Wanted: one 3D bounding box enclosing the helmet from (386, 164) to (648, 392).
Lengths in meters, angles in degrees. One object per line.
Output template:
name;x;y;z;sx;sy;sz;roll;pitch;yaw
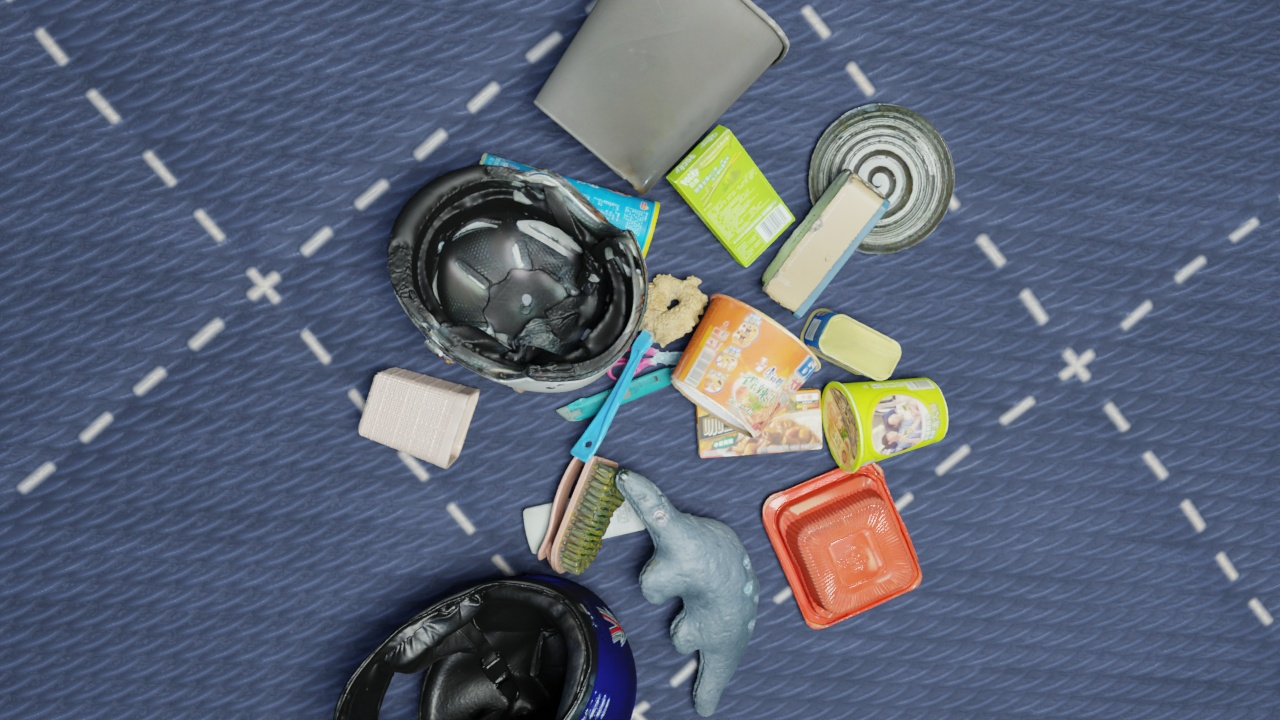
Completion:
helmet;-0.124;-0.073;0.992;0.274;0.157;0.229;26;74;10

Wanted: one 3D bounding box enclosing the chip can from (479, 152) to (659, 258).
chip can;-0.087;-0.178;1.066;0.210;0.071;0.071;15;95;-4

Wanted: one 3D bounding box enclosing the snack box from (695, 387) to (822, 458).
snack box;0.145;0.076;1.130;0.153;0.026;0.075;-4;96;-3

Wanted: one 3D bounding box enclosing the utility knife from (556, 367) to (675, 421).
utility knife;-0.014;0.037;1.116;0.182;0.013;0.029;-22;120;2

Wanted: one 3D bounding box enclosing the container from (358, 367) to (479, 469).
container;-0.259;0.062;1.074;0.111;0.090;0.090;19;95;-2

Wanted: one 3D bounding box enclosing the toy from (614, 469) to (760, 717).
toy;0.072;0.270;1.106;0.138;0.091;0.356;-24;110;-7

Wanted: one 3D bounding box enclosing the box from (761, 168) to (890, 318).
box;0.207;-0.132;1.065;0.061;0.089;0.185;33;111;-4

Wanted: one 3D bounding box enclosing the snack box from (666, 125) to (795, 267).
snack box;0.107;-0.188;1.063;0.086;0.026;0.156;-45;127;3

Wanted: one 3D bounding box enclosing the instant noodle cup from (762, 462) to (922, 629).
instant noodle cup;0.254;0.230;1.128;0.164;0.079;0.189;-24;95;-2

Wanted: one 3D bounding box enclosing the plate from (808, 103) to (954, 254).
plate;0.288;-0.218;1.109;0.179;0.024;0.179;0;98;-4

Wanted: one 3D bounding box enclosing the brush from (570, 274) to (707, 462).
brush;-0.006;0.006;1.080;0.083;0.046;0.254;29;84;23

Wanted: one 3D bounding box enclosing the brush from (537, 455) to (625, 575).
brush;-0.072;0.183;1.092;0.073;0.063;0.145;22;87;29

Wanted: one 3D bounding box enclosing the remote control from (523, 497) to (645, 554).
remote control;-0.067;0.195;1.130;0.150;0.021;0.058;-12;89;-3

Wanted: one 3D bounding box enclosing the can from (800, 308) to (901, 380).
can;0.252;-0.019;1.097;0.102;0.083;0.057;26;94;-6

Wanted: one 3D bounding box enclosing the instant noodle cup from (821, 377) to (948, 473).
instant noodle cup;0.297;0.070;1.104;0.123;0.112;0.112;-9;97;-11

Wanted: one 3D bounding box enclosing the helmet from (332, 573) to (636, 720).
helmet;-0.158;0.384;1.034;0.315;0.241;0.247;-25;59;-8

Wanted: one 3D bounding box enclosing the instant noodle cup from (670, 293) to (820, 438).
instant noodle cup;0.112;0.011;1.051;0.151;0.151;0.111;36;84;-7

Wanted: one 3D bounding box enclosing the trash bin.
trash bin;0.015;-0.315;1.006;0.199;0.198;0.220;39;100;-5

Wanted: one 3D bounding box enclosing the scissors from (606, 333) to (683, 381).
scissors;0.022;0.005;1.122;0.137;0.017;0.073;13;98;-9

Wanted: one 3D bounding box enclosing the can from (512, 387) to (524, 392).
can;-0.107;-0.011;1.088;0.116;0.058;0.058;-26;97;0
